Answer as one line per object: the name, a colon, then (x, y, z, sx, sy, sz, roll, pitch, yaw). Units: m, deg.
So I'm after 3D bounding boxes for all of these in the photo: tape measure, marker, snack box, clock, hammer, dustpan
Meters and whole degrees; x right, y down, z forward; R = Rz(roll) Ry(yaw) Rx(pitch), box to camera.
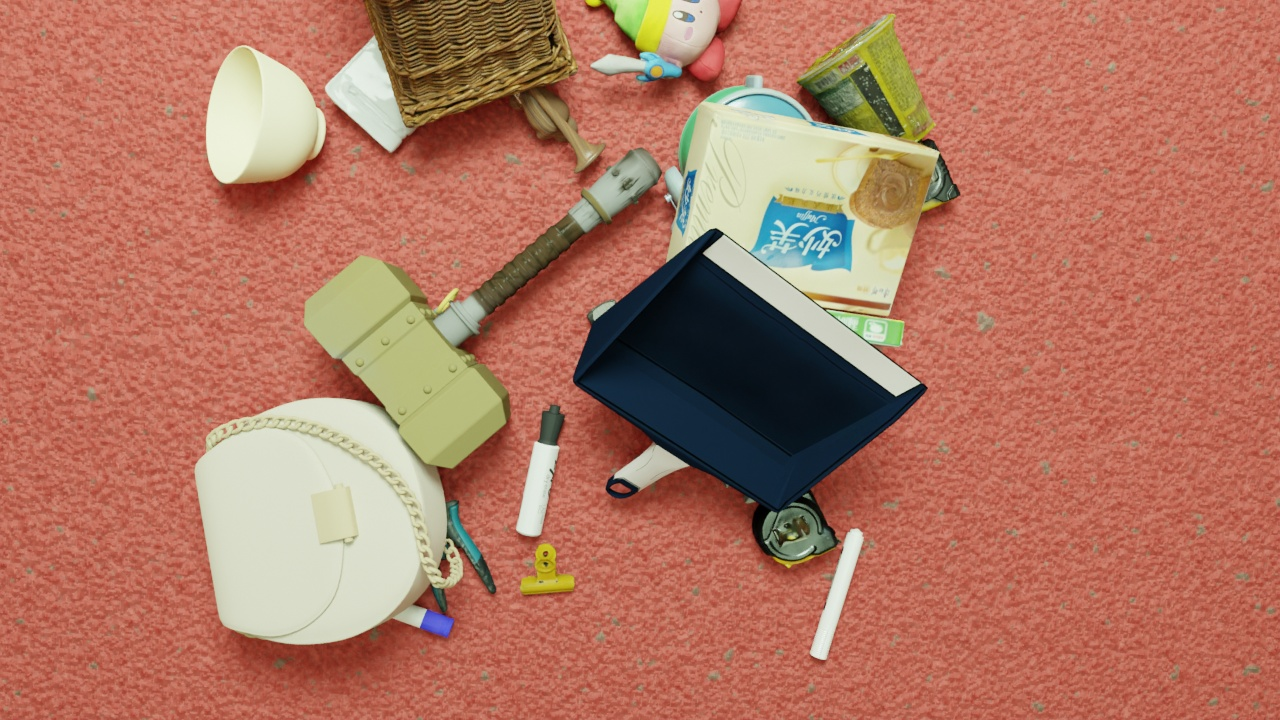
tape measure: (0.262, -0.173, 0.877, 0.062, 0.038, 0.067, -25, 95, -2)
marker: (-0.094, 0.104, 0.877, 0.025, 0.025, 0.126, 12, 92, -4)
snack box: (0.134, -0.036, 0.830, 0.168, 0.132, 0.027, 8, 92, -4)
marker: (0.195, 0.230, 0.904, 0.017, 0.020, 0.133, 17, 92, -8)
clock: (0.088, -0.174, 0.850, 0.122, 0.075, 0.162, 32, 102, -15)
hammer: (-0.113, -0.077, 0.830, 0.325, 0.100, 0.190, -40, 95, -2)
dustpan: (0.059, 0.045, 0.790, 0.236, 0.274, 0.080, 34, 50, -19)
snack box: (0.139, -0.130, 0.804, 0.207, 0.055, 0.153, 7, 111, -13)
marker: (-0.248, 0.232, 0.878, 0.141, 0.020, 0.020, 21, 91, -3)
tape measure: (0.146, 0.162, 0.887, 0.072, 0.042, 0.071, -28, 98, 1)

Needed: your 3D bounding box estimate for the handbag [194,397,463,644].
handbag: (-0.283, 0.142, 0.829, 0.209, 0.103, 0.210, -13, 84, 5)

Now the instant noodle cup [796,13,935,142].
instant noodle cup: (0.215, -0.245, 0.848, 0.102, 0.102, 0.108, -37, 103, -1)

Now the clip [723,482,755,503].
clip: (0.127, 0.055, 0.887, 0.108, 0.028, 0.163, 41, 90, -5)

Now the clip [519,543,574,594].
clip: (-0.091, 0.202, 0.889, 0.053, 0.035, 0.046, -3, 112, -2)

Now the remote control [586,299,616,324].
remote control: (-0.005, 0.005, 0.883, 0.033, 0.013, 0.136, -30, 96, 0)

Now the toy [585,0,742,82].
toy: (0.015, -0.311, 0.845, 0.131, 0.097, 0.124, 14, 98, -23)

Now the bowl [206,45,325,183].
bowl: (-0.326, -0.210, 0.817, 0.074, 0.118, 0.118, 4, 94, -46)

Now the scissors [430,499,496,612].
scissors: (-0.188, 0.174, 0.879, 0.122, 0.019, 0.149, 17, 90, -4)

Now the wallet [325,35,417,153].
wallet: (-0.224, -0.259, 0.849, 0.116, 0.032, 0.086, -44, 104, -4)

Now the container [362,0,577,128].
container: (-0.169, -0.358, 0.740, 0.162, 0.183, 0.249, -20, 76, -5)

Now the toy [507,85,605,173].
toy: (-0.082, -0.225, 0.848, 0.041, 0.055, 0.102, -45, 117, -4)
